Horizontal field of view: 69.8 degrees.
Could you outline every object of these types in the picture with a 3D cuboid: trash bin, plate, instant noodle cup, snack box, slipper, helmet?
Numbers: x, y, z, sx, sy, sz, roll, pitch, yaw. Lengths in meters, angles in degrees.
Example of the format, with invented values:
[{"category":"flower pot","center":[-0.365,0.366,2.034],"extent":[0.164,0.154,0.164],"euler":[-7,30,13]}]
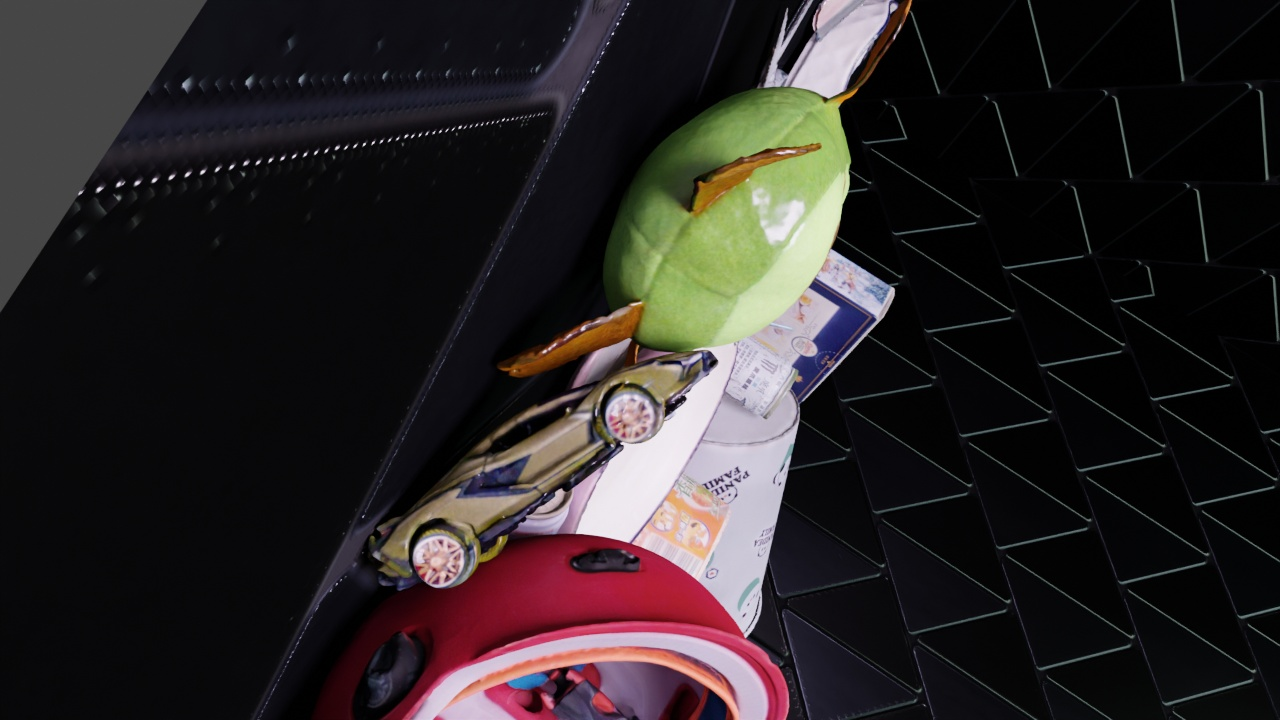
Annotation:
[{"category":"trash bin","center":[0.044,0.134,0.945],"extent":[0.228,0.230,0.252],"euler":[-52,158,-57]},{"category":"plate","center":[-0.004,0.053,0.586],"extent":[0.192,0.039,0.193],"euler":[-51,161,-25]},{"category":"instant noodle cup","center":[-0.004,0.143,0.735],"extent":[0.151,0.111,0.151],"euler":[-60,174,-10]},{"category":"snack box","center":[0.127,-0.057,0.913],"extent":[0.045,0.182,0.178],"euler":[-56,177,-33]},{"category":"slipper","center":[-0.004,0.004,0.678],"extent":[0.114,0.054,0.274],"euler":[-61,167,8]},{"category":"plate","center":[0.130,-0.199,0.735],"extent":[0.205,0.045,0.205],"euler":[-60,179,-2]},{"category":"helmet","center":[-0.054,0.166,0.448],"extent":[0.240,0.207,0.144],"euler":[-49,-146,15]}]

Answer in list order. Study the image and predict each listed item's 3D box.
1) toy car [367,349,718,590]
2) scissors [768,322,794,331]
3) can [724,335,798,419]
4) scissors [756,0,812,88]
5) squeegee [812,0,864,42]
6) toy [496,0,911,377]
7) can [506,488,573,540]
[{"category":"toy car","center":[-0.037,0.039,0.366],"extent":[0.158,0.042,0.070],"euler":[-35,176,-2]},{"category":"scissors","center":[0.068,-0.044,0.789],"extent":[0.133,0.118,0.017],"euler":[18,84,-62]},{"category":"can","center":[0.069,-0.009,0.839],"extent":[0.058,0.147,0.058],"euler":[-56,178,-4]},{"category":"scissors","center":[0.080,-0.173,0.563],"extent":[0.179,0.014,0.159],"euler":[-58,177,28]},{"category":"squeegee","center":[0.187,-0.319,0.509],"extent":[0.248,0.040,0.249],"euler":[-40,173,7]},{"category":"toy","center":[0.043,-0.065,0.415],"extent":[0.228,0.090,0.246],"euler":[-47,178,32]},{"category":"can","center":[-0.085,0.107,0.518],"extent":[0.135,0.053,0.053],"euler":[-59,176,37]}]
